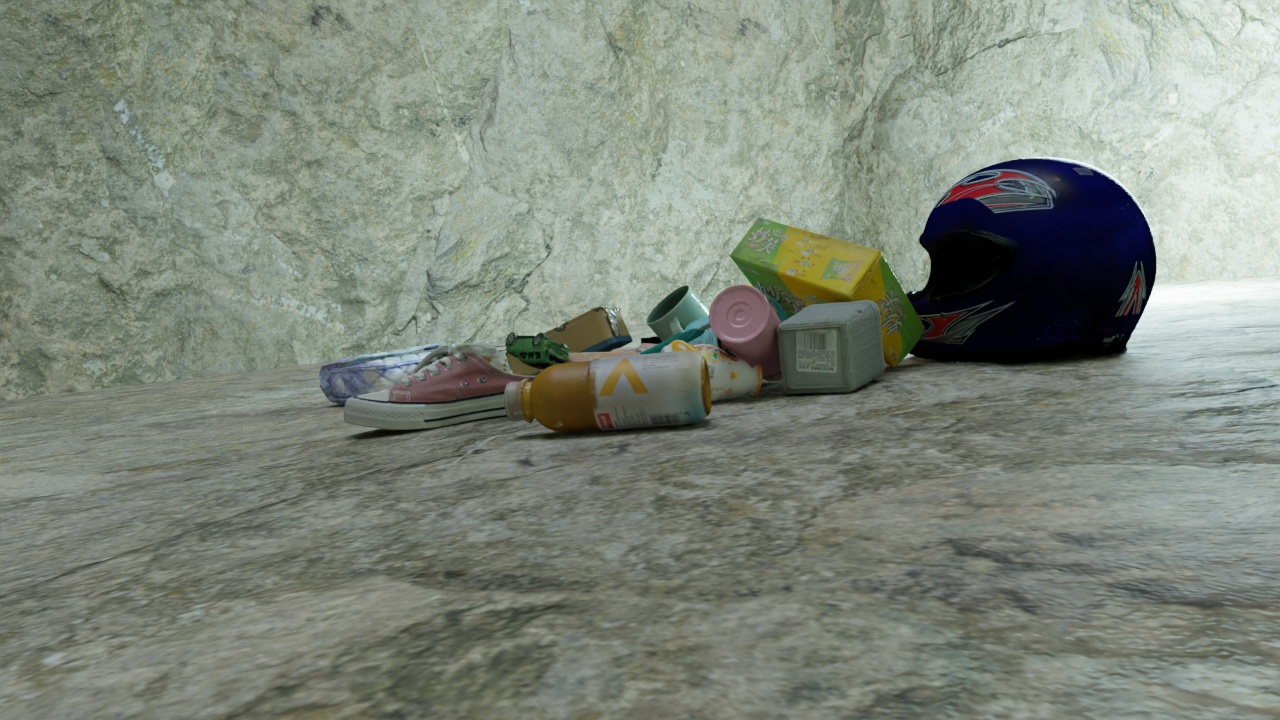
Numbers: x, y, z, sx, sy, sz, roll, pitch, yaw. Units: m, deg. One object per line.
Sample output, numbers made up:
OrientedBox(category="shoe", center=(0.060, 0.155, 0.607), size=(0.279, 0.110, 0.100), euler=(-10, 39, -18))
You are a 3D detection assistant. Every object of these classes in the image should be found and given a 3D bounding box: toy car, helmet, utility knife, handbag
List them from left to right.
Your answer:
OrientedBox(category="handbag", center=(-0.378, 0.019, 1.422), size=(0.134, 0.075, 0.193), euler=(-3, 4, 32))
OrientedBox(category="toy car", center=(-0.123, -0.011, 1.075), size=(0.091, 0.036, 0.043), euler=(7, -15, 47))
OrientedBox(category="utility knife", center=(0.040, -0.022, 1.085), size=(0.217, 0.013, 0.029), euler=(-25, -22, 30))
OrientedBox(category="helmet", center=(0.461, -0.125, 1.136), size=(0.246, 0.240, 0.316), euler=(-7, 4, -31))

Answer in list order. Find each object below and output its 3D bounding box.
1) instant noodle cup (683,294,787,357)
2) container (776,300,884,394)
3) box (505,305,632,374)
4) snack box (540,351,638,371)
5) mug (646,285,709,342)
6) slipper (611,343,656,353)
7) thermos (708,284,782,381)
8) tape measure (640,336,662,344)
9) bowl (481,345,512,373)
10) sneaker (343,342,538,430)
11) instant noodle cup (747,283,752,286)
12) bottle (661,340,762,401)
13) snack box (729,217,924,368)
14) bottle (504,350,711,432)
OrientedBox(category="instant noodle cup", center=(0.120, -0.025, 1.212), size=(0.111, 0.111, 0.121), euler=(-10, -1, -40))
OrientedBox(category="container", center=(0.204, -0.012, 0.995), size=(0.090, 0.090, 0.114), euler=(-4, 8, 29))
OrientedBox(category="box", center=(-0.107, -0.016, 1.302), size=(0.185, 0.060, 0.089), euler=(-27, -7, 20))
OrientedBox(category="snack box", center=(-0.036, 0.018, 1.070), size=(0.158, 0.026, 0.084), euler=(-2, -24, 45))
OrientedBox(category="mug", center=(0.072, -0.037, 1.305), size=(0.082, 0.106, 0.111), euler=(-37, 16, 16))
OrientedBox(category="slipper", center=(-0.007, 0.007, 1.216), size=(0.114, 0.054, 0.275), euler=(-10, 4, -41))
OrientedBox(category="thermos", center=(0.140, -0.031, 1.036), size=(0.067, 0.087, 0.198), euler=(45, 4, 25))
OrientedBox(category="tape measure", center=(0.026, -0.008, 1.350), size=(0.039, 0.057, 0.057), euler=(-7, -8, 29))
OrientedBox(category="bowl", center=(-0.232, 0.011, 1.419), size=(0.113, 0.062, 0.113), euler=(-6, 6, 0))
OrientedBox(category="sneaker", center=(-0.213, 0.025, 1.036), size=(0.240, 0.088, 0.118), euler=(-7, 5, -23))
OrientedBox(category="instant noodle cup", center=(0.225, -0.063, 1.485), size=(0.114, 0.118, 0.118), euler=(4, 7, 16))
OrientedBox(category="bottle", center=(0.074, 0.015, 0.981), size=(0.108, 0.063, 0.063), euler=(8, 3, -8))
OrientedBox(category="snack box", center=(0.233, -0.087, 1.155), size=(0.210, 0.070, 0.157), euler=(27, -14, 48))
OrientedBox(category="bottle", center=(-0.031, 0.031, 0.850), size=(0.190, 0.068, 0.068), euler=(-5, 5, 10))
